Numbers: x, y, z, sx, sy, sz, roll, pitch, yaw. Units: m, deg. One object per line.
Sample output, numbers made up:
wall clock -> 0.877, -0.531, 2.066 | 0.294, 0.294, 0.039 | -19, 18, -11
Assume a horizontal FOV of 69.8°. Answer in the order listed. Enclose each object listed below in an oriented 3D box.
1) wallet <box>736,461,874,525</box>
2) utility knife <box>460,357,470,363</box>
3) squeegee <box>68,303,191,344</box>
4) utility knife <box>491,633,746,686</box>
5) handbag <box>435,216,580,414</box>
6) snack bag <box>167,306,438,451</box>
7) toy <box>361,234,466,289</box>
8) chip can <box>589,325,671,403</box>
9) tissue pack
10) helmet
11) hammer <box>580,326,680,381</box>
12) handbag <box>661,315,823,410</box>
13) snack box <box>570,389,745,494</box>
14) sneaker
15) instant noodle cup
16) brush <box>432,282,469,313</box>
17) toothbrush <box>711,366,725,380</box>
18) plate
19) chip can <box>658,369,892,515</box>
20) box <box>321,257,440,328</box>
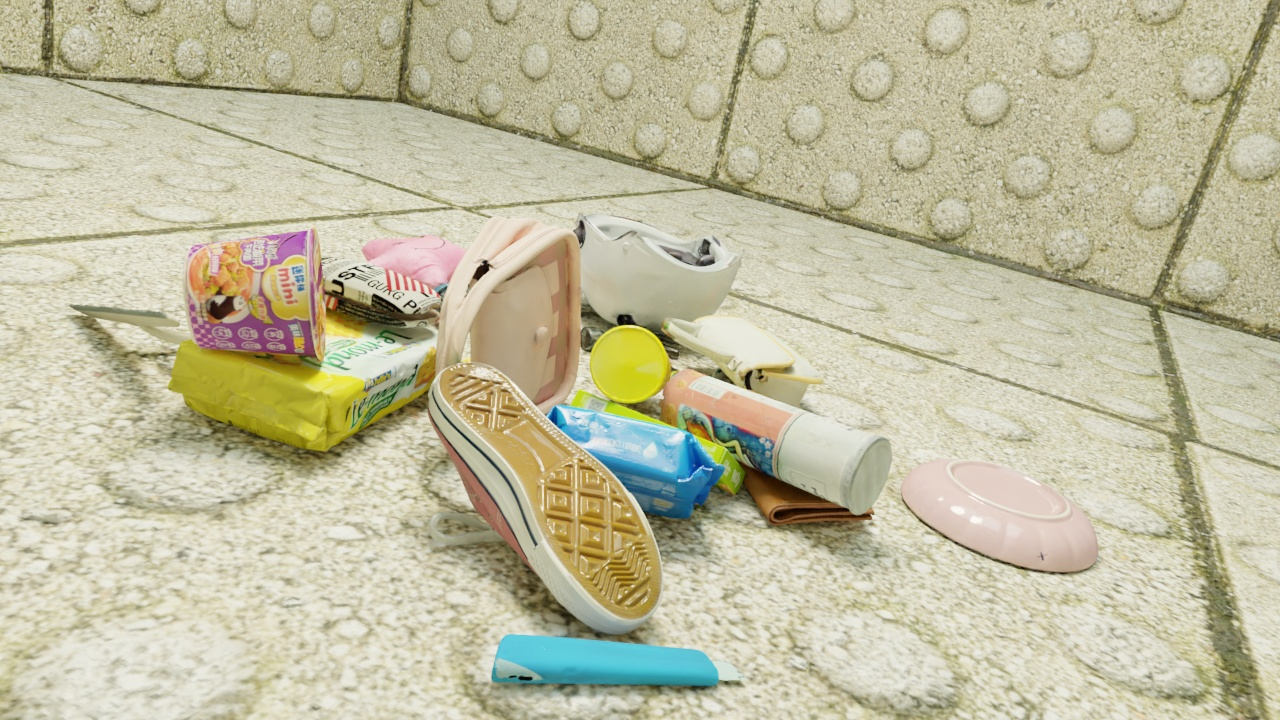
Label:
wallet -> 0.154, 0.113, 0.876 | 0.119, 0.035, 0.130 | 5, 19, -16
utility knife -> -0.189, 0.003, 1.023 | 0.031, 0.018, 0.151 | 28, 19, 24
squeegee -> -0.409, -0.030, 0.937 | 0.247, 0.039, 0.246 | 5, 3, 42
utility knife -> -0.011, 0.190, 0.572 | 0.166, 0.018, 0.034 | 9, 22, -17
handbag -> -0.135, -0.018, 0.863 | 0.093, 0.194, 0.233 | 10, 26, 14
snack bag -> -0.290, 0.009, 0.848 | 0.158, 0.068, 0.246 | 16, 19, 13
toy -> -0.311, -0.129, 1.235 | 0.179, 0.075, 0.194 | 15, 20, 21
chip can -> -0.006, 0.005, 0.935 | 0.072, 0.072, 0.213 | 13, 0, 3
tissue pack -> -0.012, 0.084, 0.762 | 0.157, 0.095, 0.052 | 13, 61, 1
helmet -> 0.009, -0.115, 1.285 | 0.228, 0.146, 0.259 | 4, 16, -35
hammer -> 0.056, 0.026, 1.081 | 0.126, 0.032, 0.323 | -1, 22, -33
handbag -> 0.115, -0.012, 1.108 | 0.178, 0.063, 0.163 | 19, 16, -28
snack box -> 0.016, 0.075, 0.851 | 0.156, 0.026, 0.086 | 21, -12, 25
sneaker -> -0.079, 0.108, 0.670 | 0.118, 0.088, 0.241 | -23, 59, -41
instant noodle cup -> -0.313, -0.053, 0.750 | 0.099, 0.112, 0.111 | -3, 22, -16
brush -> -0.205, -0.076, 1.174 | 0.143, 0.055, 0.073 | -3, 25, -37
toothbrush -> 0.115, 0.003, 1.212 | 0.018, 0.016, 0.191 | 7, 16, 17
plate -> 0.360, 0.143, 0.916 | 0.192, 0.039, 0.192 | 11, 18, -4
chip can -> 0.117, 0.069, 0.845 | 0.215, 0.071, 0.071 | 21, 20, 38
box -> -0.271, -0.073, 0.909 | 0.164, 0.064, 0.074 | 16, 0, 19
